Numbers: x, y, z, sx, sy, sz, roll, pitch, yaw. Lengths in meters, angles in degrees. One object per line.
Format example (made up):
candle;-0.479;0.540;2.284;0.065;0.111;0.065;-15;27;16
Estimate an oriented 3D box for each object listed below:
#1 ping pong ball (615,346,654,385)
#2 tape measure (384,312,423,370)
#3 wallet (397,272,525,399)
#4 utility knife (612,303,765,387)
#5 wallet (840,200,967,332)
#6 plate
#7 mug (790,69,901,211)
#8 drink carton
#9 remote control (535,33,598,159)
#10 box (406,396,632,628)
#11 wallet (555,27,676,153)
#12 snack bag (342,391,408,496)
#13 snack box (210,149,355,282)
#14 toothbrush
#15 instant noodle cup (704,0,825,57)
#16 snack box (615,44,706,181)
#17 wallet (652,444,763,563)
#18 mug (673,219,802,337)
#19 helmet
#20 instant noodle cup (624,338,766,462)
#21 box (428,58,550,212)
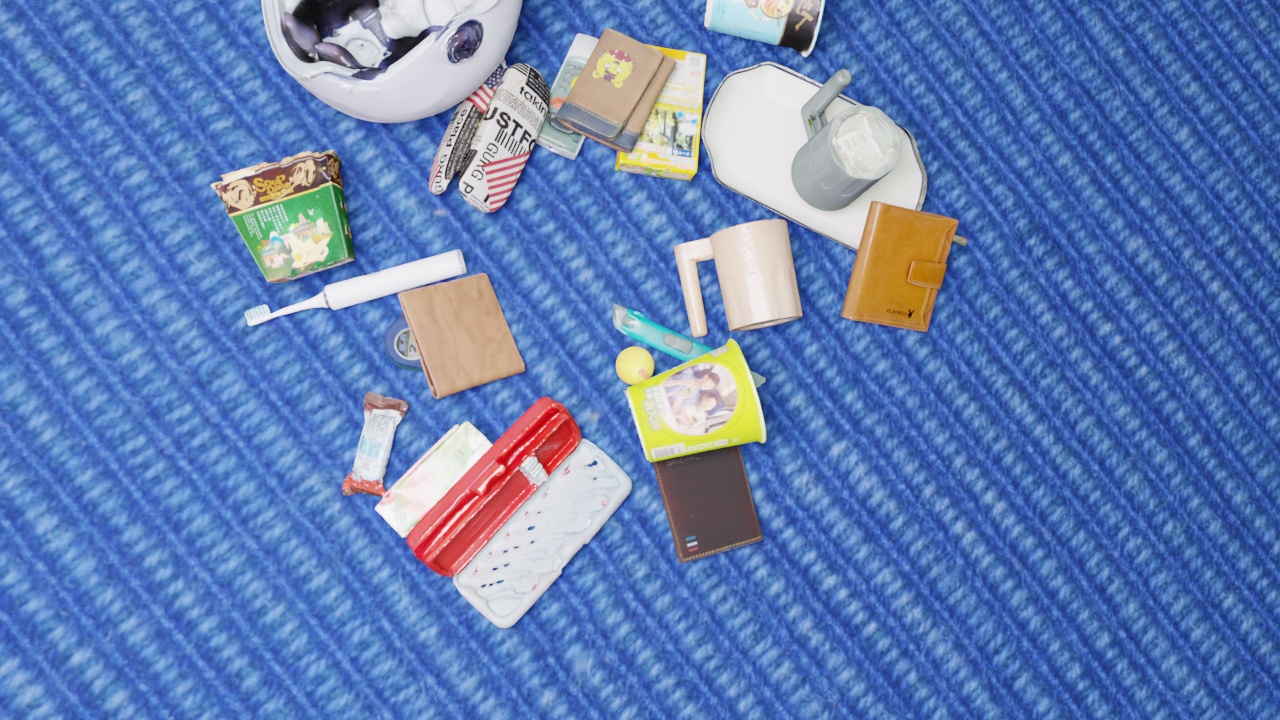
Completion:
ping pong ball;-0.006;0.006;0.961;0.040;0.040;0.040;1;82;-10
tape measure;-0.232;-0.018;0.931;0.054;0.025;0.058;5;72;-9
wallet;-0.181;-0.028;0.930;0.101;0.020;0.115;-19;85;-34
utility knife;0.051;-0.013;0.987;0.185;0.013;0.029;24;87;-7
wallet;0.291;-0.102;1.014;0.119;0.035;0.131;9;103;-13
plate;0.192;-0.223;1.029;0.265;0.034;0.162;24;79;-6
mug;0.208;-0.230;0.961;0.083;0.103;0.124;-15;87;-11
drink carton;-0.203;0.115;0.905;0.045;0.053;0.122;44;77;-2
remote control;-0.070;-0.288;0.998;0.056;0.019;0.135;25;79;-6
box;-0.118;0.148;0.915;0.201;0.069;0.158;-47;117;-14
wallet;-0.025;-0.286;0.971;0.090;0.033;0.115;26;81;7
snack bag;-0.264;0.085;0.911;0.045;0.026;0.105;11;80;1
snack box;-0.336;-0.135;0.893;0.118;0.117;0.105;-18;98;-10
toothbrush;-0.286;-0.071;0.928;0.221;0.027;0.026;-17;91;-11
instant noodle cup;0.134;-0.398;1.011;0.120;0.111;0.111;5;82;-2
snack box;0.022;-0.272;1.007;0.087;0.034;0.140;6;80;-10
wallet;0.070;0.142;0.969;0.096;0.020;0.122;-13;83;-11
mug;0.104;-0.085;0.979;0.125;0.084;0.103;-12;86;13
helmet;-0.222;-0.333;0.901;0.258;0.146;0.229;-36;66;-6
instant noodle cup;0.052;0.048;0.935;0.123;0.112;0.111;-17;86;-1
box;-0.162;-0.237;0.958;0.075;0.086;0.162;32;77;-49
